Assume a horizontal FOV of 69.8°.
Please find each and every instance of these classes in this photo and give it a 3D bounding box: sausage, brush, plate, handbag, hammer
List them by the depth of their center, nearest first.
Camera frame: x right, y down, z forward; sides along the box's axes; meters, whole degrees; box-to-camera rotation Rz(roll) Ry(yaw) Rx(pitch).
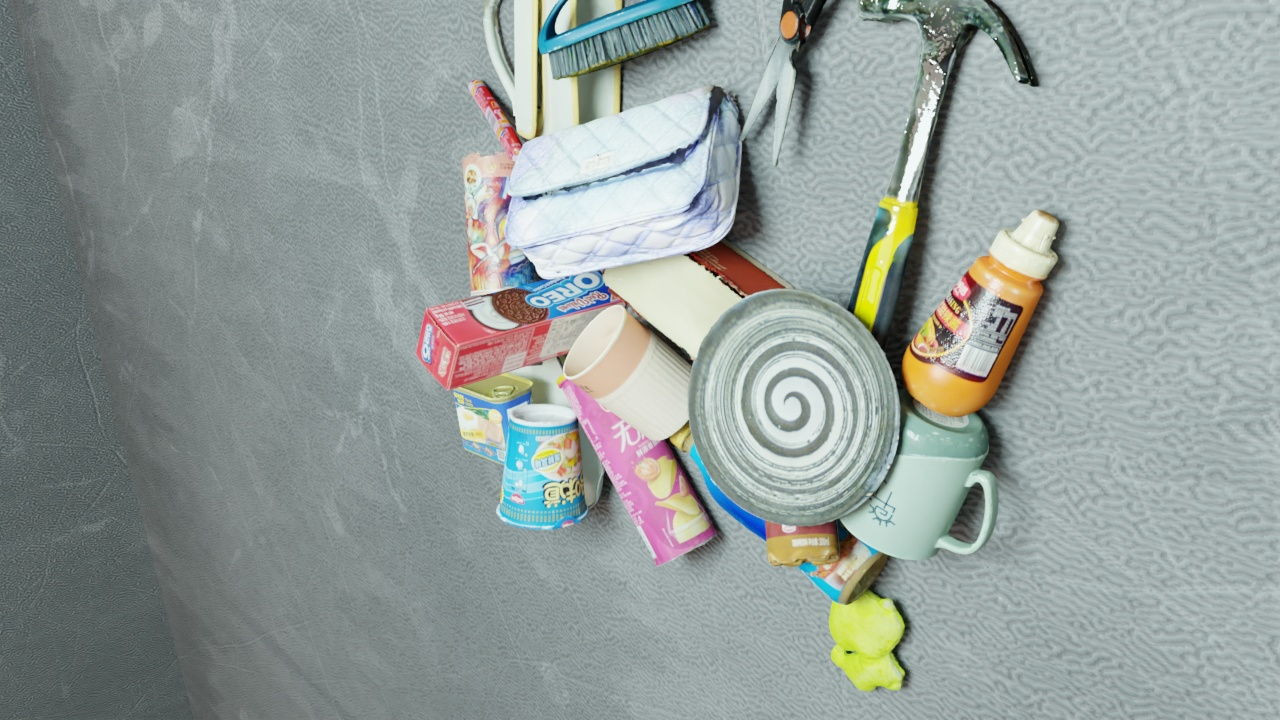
[{"bbox_3d":[0.180,-0.092,0.648,0.126,0.031,0.324,25,116,35],"label":"hammer"},{"bbox_3d":[0.114,0.036,0.691,0.180,0.024,0.179,3,95,40],"label":"plate"},{"bbox_3d":[-0.018,-0.279,0.740,0.144,0.055,0.073,-13,114,17],"label":"brush"},{"bbox_3d":[-0.016,-0.147,0.754,0.194,0.134,0.075,-9,145,27],"label":"handbag"},{"bbox_3d":[-0.098,-0.289,0.859,0.179,0.063,0.163,24,121,42],"label":"handbag"},{"bbox_3d":[-0.145,-0.244,0.923,0.155,0.020,0.020,59,140,36],"label":"sausage"},{"bbox_3d":[-0.111,0.045,1.027,0.162,0.034,0.265,-28,86,48],"label":"plate"}]

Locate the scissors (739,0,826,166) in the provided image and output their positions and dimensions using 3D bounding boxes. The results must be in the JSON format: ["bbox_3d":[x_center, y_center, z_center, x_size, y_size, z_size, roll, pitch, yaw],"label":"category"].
[{"bbox_3d":[0.115,-0.265,0.662,0.228,0.021,0.197,-43,59,54],"label":"scissors"}]

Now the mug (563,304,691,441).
[{"bbox_3d":[-0.005,0.005,0.851,0.106,0.114,0.082,39,114,-22],"label":"mug"}]

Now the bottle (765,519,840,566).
[{"bbox_3d":[0.125,0.076,0.742,0.058,0.057,0.174,-22,65,48],"label":"bottle"}]

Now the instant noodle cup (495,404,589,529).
[{"bbox_3d":[-0.100,0.106,0.952,0.099,0.099,0.110,15,108,42],"label":"instant noodle cup"}]

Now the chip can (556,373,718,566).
[{"bbox_3d":[-0.003,0.095,0.911,0.072,0.071,0.210,-37,80,47],"label":"chip can"}]

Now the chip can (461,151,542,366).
[{"bbox_3d":[-0.141,-0.100,0.937,0.071,0.071,0.214,-3,90,46],"label":"chip can"}]

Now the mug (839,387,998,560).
[{"bbox_3d":[0.211,0.088,0.673,0.112,0.082,0.106,37,124,35],"label":"mug"}]

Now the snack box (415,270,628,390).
[{"bbox_3d":[-0.106,-0.033,0.862,0.057,0.207,0.058,44,132,27],"label":"snack box"}]

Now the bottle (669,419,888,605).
[{"bbox_3d":[0.113,0.122,0.808,0.219,0.065,0.065,38,130,30],"label":"bottle"}]

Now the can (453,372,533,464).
[{"bbox_3d":[-0.160,0.062,1.016,0.102,0.057,0.083,15,119,42],"label":"can"}]

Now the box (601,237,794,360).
[{"bbox_3d":[0.041,-0.060,0.795,0.168,0.076,0.091,40,130,28],"label":"box"}]

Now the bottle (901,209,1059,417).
[{"bbox_3d":[0.236,-0.034,0.623,0.067,0.066,0.150,39,124,28],"label":"bottle"}]

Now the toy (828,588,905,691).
[{"bbox_3d":[0.195,0.242,0.798,0.097,0.031,0.100,-30,85,50],"label":"toy"}]
